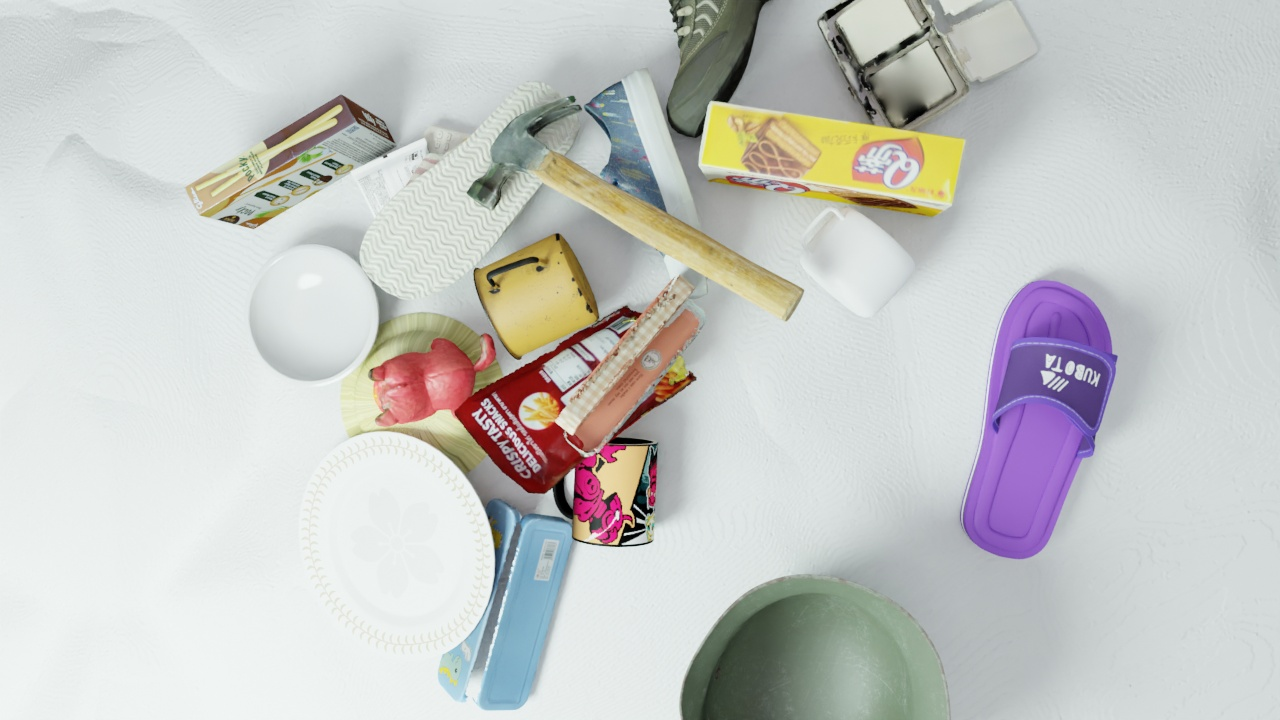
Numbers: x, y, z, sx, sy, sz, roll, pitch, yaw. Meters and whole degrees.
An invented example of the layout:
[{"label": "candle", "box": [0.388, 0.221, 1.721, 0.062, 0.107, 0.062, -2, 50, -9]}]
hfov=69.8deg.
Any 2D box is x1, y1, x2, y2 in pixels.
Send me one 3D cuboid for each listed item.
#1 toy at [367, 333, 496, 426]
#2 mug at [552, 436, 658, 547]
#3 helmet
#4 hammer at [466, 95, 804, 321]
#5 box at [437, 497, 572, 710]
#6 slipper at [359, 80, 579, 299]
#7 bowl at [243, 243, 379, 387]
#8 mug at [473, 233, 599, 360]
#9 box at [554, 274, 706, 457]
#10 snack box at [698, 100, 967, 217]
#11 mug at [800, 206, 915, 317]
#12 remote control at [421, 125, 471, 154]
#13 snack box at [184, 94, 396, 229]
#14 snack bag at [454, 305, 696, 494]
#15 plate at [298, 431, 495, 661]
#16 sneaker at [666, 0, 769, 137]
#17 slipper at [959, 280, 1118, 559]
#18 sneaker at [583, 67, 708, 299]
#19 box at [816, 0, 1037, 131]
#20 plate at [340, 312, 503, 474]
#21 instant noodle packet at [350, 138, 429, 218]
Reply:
[{"label": "toy", "box": [-0.200, 0.020, 0.891, 0.133, 0.094, 0.088, -24, 87, 5]}, {"label": "mug", "box": [-0.040, 0.127, 0.921, 0.118, 0.081, 0.098, 3, 91, 35]}, {"label": "helmet", "box": [0.152, 0.323, 0.850, 0.227, 0.154, 0.267, 16, 88, 9]}, {"label": "hammer", "box": [0.001, -0.132, 0.844, 0.330, 0.033, 0.132, 32, 88, 16]}, {"label": "box", "box": [-0.140, 0.254, 0.957, 0.086, 0.073, 0.209, 18, 92, 47]}, {"label": "slipper", "box": [-0.172, -0.172, 0.925, 0.263, 0.052, 0.115, -45, 98, -1]}, {"label": "bowl", "box": [-0.340, -0.046, 0.972, 0.149, 0.043, 0.149, 0, 90, 9]}, {"label": "mug", "box": [-0.103, -0.069, 0.900, 0.094, 0.124, 0.100, -24, 67, 5]}, {"label": "box", "box": [-0.005, 0.003, 0.837, 0.071, 0.057, 0.186, 48, 69, -23]}, {"label": "snack box", "box": [0.176, -0.188, 0.866, 0.230, 0.110, 0.062, 11, 95, 8]}, {"label": "mug", "box": [0.197, -0.097, 0.865, 0.115, 0.094, 0.068, 37, 98, -31]}, {"label": "remote control", "box": [-0.170, -0.215, 0.961, 0.125, 0.018, 0.038, 15, 93, 7]}, {"label": "snack box", "box": [-0.356, -0.200, 0.944, 0.186, 0.101, 0.031, -28, 87, 7]}, {"label": "snack bag", "box": [-0.062, 0.031, 0.883, 0.207, 0.067, 0.139, -32, 57, -20]}, {"label": "plate", "box": [-0.255, 0.193, 0.957, 0.243, 0.016, 0.242, 2, 96, 21]}, {"label": "sneaker", "box": [0.050, -0.347, 0.885, 0.143, 0.101, 0.238, 24, 89, 3]}, {"label": "slipper", "box": [0.374, 0.058, 0.853, 0.107, 0.084, 0.266, 15, 92, 7]}, {"label": "sneaker", "box": [0.005, -0.168, 0.902, 0.079, 0.087, 0.235, -17, 85, 3]}, {"label": "box", "box": [0.281, -0.312, 0.883, 0.188, 0.058, 0.144, -27, 88, 11]}, {"label": "plate", "box": [-0.236, 0.042, 0.962, 0.184, 0.036, 0.184, 0, 90, 8]}, {"label": "instant noodle packet", "box": [-0.237, -0.152, 0.959, 0.087, 0.026, 0.134, -22, 97, 8]}]
